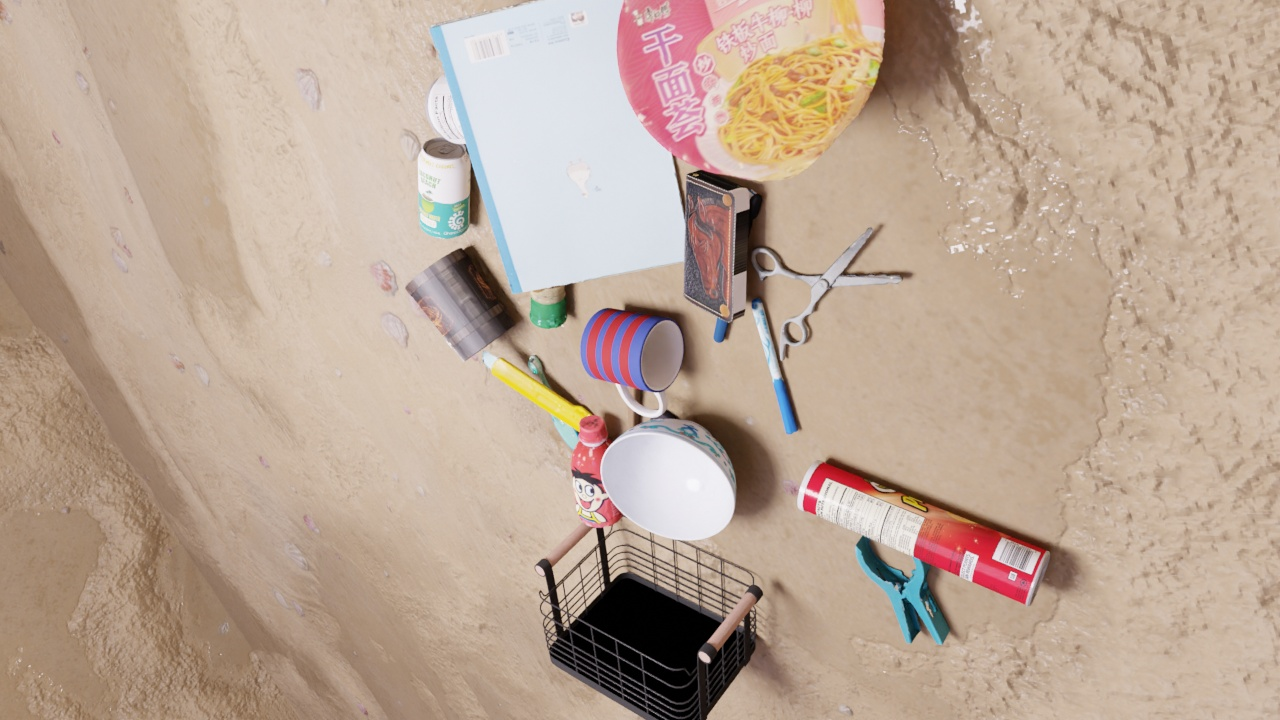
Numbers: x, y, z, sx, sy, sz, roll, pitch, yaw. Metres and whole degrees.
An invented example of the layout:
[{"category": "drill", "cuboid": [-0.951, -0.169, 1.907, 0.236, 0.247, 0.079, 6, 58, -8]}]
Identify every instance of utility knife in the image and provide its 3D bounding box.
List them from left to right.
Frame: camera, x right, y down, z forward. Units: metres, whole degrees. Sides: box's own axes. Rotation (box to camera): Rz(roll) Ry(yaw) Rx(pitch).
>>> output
[{"category": "utility knife", "cuboid": [-0.118, 0.038, 1.076, 0.165, 0.017, 0.031, 33, 112, -4]}]

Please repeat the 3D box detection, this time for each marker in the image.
[{"category": "marker", "cuboid": [0.125, 0.007, 0.862, 0.013, 0.013, 0.142, 2, 120, 41]}]

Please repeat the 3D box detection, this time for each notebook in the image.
[{"category": "notebook", "cuboid": [-0.064, -0.189, 0.818, 0.181, 0.009, 0.254, -9, 117, 8]}]

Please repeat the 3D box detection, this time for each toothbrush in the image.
[{"category": "toothbrush", "cuboid": [-0.102, 0.055, 1.098, 0.022, 0.017, 0.135, -20, 106, 20]}, {"category": "toothbrush", "cuboid": [-0.008, 0.066, 1.023, 0.016, 0.016, 0.167, 25, 134, 26]}, {"category": "toothbrush", "cuboid": [0.086, -0.080, 0.832, 0.014, 0.014, 0.168, 41, 141, 28]}]

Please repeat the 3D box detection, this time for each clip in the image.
[{"category": "clip", "cuboid": [0.269, 0.213, 0.877, 0.130, 0.031, 0.121, 49, 135, 2]}]

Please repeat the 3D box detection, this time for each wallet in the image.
[{"category": "wallet", "cuboid": [0.066, -0.101, 0.815, 0.072, 0.019, 0.123, 32, 135, 42]}]

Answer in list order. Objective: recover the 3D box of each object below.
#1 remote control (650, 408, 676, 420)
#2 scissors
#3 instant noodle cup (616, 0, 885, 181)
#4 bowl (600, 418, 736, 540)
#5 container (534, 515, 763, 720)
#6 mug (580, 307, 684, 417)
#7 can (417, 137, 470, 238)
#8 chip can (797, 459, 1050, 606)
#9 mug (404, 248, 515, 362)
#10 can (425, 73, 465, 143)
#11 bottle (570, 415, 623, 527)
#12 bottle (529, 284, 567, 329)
[{"category": "remote control", "cuboid": [0.016, 0.107, 1.032, 0.032, 0.015, 0.137, 33, 134, 20]}, {"category": "scissors", "cuboid": [0.155, -0.054, 0.790, 0.142, 0.014, 0.162, 23, 133, 33]}, {"category": "instant noodle cup", "cuboid": [0.078, -0.219, 0.644, 0.179, 0.077, 0.179, 2, 100, 11]}, {"category": "bowl", "cuboid": [0.039, 0.109, 0.957, 0.144, 0.074, 0.144, 13, 129, 16]}, {"category": "container", "cuboid": [0.010, 0.295, 1.063, 0.242, 0.162, 0.130, 19, 130, 32]}, {"category": "mug", "cuboid": [-0.006, 0.005, 0.929, 0.076, 0.074, 0.112, 12, 123, 36]}, {"category": "can", "cuboid": [-0.212, -0.185, 0.992, 0.055, 0.054, 0.102, 31, 136, 21]}, {"category": "chip can", "cuboid": [0.250, 0.152, 0.827, 0.215, 0.051, 0.052, 21, 131, 30]}, {"category": "mug", "cuboid": [-0.210, -0.062, 1.076, 0.107, 0.080, 0.116, 54, 167, -6]}, {"category": "can", "cuboid": [-0.138, -0.241, 0.871, 0.132, 0.070, 0.070, 10, 125, 37]}, {"category": "bottle", "cuboid": [-0.051, 0.126, 1.072, 0.062, 0.061, 0.138, 19, 131, 31]}, {"category": "bottle", "cuboid": [-0.098, -0.088, 0.971, 0.043, 0.043, 0.111, 26, 133, 26]}]
